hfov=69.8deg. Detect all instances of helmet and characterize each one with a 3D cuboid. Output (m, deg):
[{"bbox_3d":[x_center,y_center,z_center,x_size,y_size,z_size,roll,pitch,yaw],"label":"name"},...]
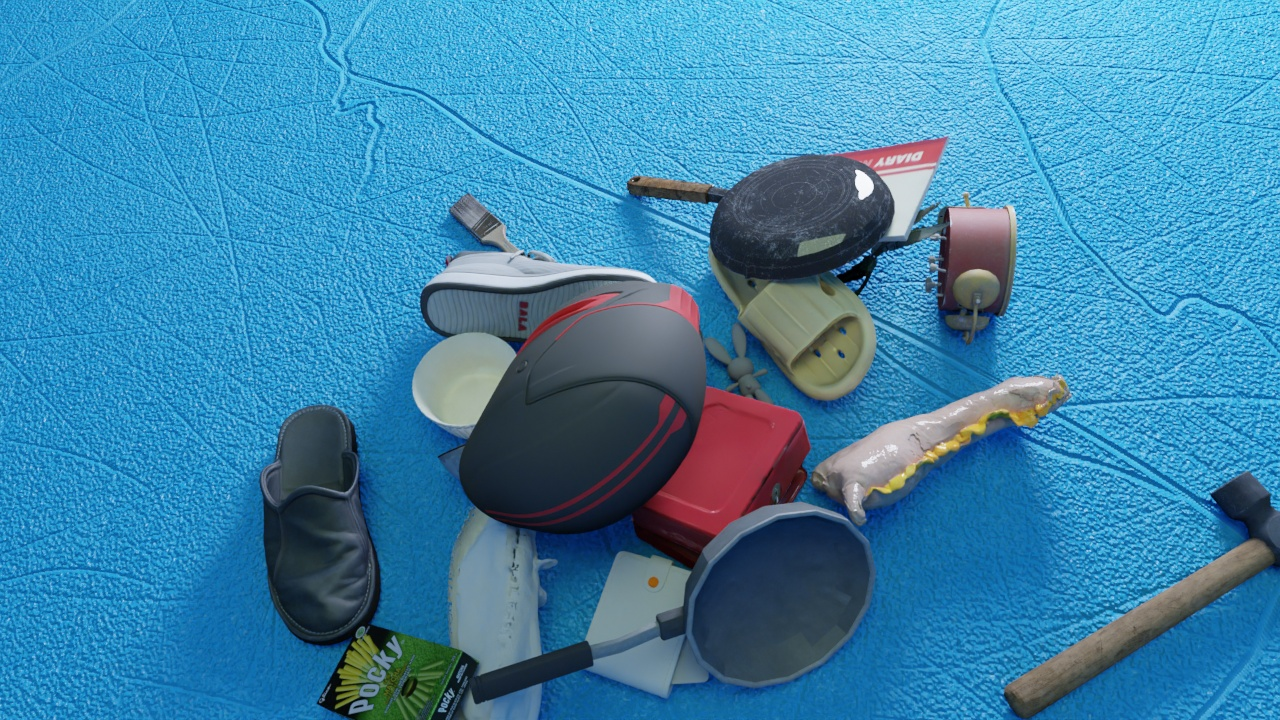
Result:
[{"bbox_3d":[-0.043,0.057,0.808,0.265,0.164,0.169,-37,33,11],"label":"helmet"}]

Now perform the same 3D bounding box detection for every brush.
[{"bbox_3d":[-0.184,-0.158,1.134,0.038,0.012,0.151,-39,63,-18],"label":"brush"}]

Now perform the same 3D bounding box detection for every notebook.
[{"bbox_3d":[0.231,-0.188,1.047,0.209,0.012,0.152,2,54,44],"label":"notebook"}]

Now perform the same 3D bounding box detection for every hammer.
[{"bbox_3d":[0.460,0.225,0.811,0.321,0.040,0.129,-27,63,-9],"label":"hammer"}]

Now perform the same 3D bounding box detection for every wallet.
[{"bbox_3d":[0.017,0.243,0.845,0.115,0.037,0.118,14,64,15],"label":"wallet"}]

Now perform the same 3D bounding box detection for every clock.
[{"bbox_3d":[0.346,-0.093,0.977,0.081,0.117,0.158,4,65,12],"label":"clock"}]

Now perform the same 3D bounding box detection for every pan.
[{"bbox_3d":[0.032,0.220,0.776,0.356,0.179,0.041,-14,25,-14],"label":"pan"},{"bbox_3d":[0.112,-0.184,1.042,0.357,0.040,0.207,19,56,37],"label":"pan"}]

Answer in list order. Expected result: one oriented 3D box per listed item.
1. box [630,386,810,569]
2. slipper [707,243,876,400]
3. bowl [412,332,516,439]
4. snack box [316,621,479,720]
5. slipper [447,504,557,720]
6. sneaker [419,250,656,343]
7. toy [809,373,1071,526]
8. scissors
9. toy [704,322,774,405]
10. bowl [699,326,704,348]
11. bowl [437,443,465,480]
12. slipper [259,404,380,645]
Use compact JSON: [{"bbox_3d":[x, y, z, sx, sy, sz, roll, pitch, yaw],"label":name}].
[{"bbox_3d":[0.075,0.114,0.879,0.135,0.112,0.157,23,63,24],"label":"box"},{"bbox_3d":[0.150,-0.074,0.987,0.111,0.079,0.261,-43,55,11],"label":"slipper"},{"bbox_3d":[-0.179,0.034,0.982,0.115,0.062,0.115,-3,57,4],"label":"bowl"},{"bbox_3d":[-0.216,0.285,0.811,0.148,0.025,0.080,-1,53,40],"label":"snack box"},{"bbox_3d":[-0.126,0.225,0.851,0.112,0.074,0.246,-22,51,20],"label":"slipper"},{"bbox_3d":[-0.110,-0.082,1.041,0.263,0.097,0.128,0,34,-4],"label":"sneaker"},{"bbox_3d":[0.292,0.079,0.865,0.264,0.196,0.065,-20,99,3],"label":"toy"},{"bbox_3d":[0.240,-0.099,0.992,0.210,0.015,0.141,-13,56,41],"label":"scissors"},{"bbox_3d":[0.108,0.010,0.986,0.049,0.030,0.111,-27,63,6],"label":"toy"},{"bbox_3d":[-0.006,0.006,0.969,0.153,0.073,0.153,-4,65,8],"label":"bowl"},{"bbox_3d":[-0.142,0.096,0.924,0.114,0.114,0.045,-22,87,-8],"label":"bowl"},{"bbox_3d":[-0.330,0.148,0.916,0.109,0.084,0.265,-13,59,-5],"label":"slipper"}]
